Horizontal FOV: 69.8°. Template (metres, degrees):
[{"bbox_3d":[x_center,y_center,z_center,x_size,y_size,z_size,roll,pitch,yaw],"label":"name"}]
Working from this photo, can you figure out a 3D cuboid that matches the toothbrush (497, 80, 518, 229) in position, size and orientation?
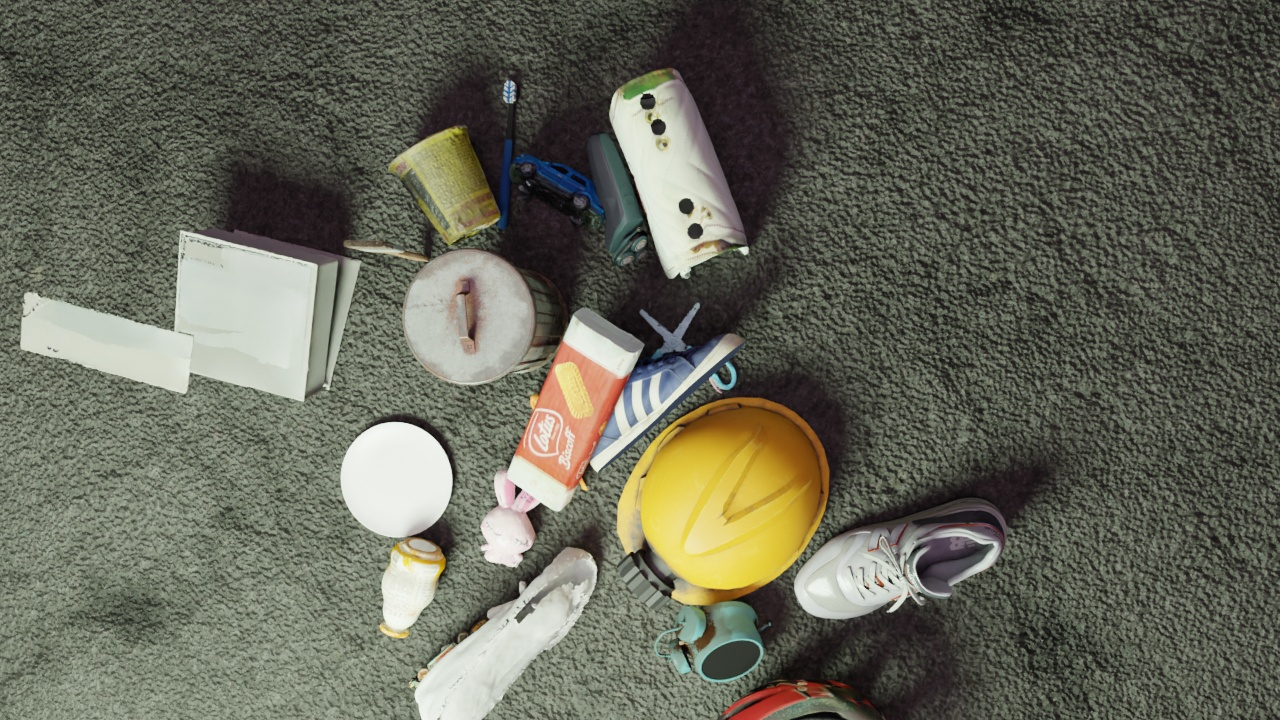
[{"bbox_3d":[-0.153,-0.234,1.049,0.014,0.014,0.167,5,92,18],"label":"toothbrush"}]

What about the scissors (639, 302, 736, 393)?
[{"bbox_3d":[0.039,0.001,1.036,0.135,0.015,0.135,44,96,8],"label":"scissors"}]

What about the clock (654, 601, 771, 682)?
[{"bbox_3d":[0.076,0.306,0.996,0.124,0.053,0.090,-1,125,-17],"label":"clock"}]

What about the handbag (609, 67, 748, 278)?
[{"bbox_3d":[0.039,-0.190,0.966,0.096,0.142,0.198,-20,88,9],"label":"handbag"}]

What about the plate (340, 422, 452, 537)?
[{"bbox_3d":[-0.285,0.139,1.076,0.134,0.011,0.134,0,92,7],"label":"plate"}]

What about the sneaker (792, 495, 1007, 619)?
[{"bbox_3d":[0.274,0.212,0.957,0.240,0.124,0.089,-26,88,6],"label":"sneaker"}]

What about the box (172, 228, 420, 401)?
[{"bbox_3d":[-0.417,-0.059,1.190,0.169,0.403,0.172,14,93,5],"label":"box"}]

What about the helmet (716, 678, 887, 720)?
[{"bbox_3d":[0.154,0.445,0.954,0.217,0.167,0.272,27,100,-9],"label":"helmet"}]

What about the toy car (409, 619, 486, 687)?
[{"bbox_3d":[-0.212,0.348,1.056,0.112,0.047,0.047,-43,85,6],"label":"toy car"}]

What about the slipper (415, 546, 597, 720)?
[{"bbox_3d":[-0.144,0.302,1.010,0.074,0.112,0.246,38,74,29],"label":"slipper"}]

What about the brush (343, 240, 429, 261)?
[{"bbox_3d":[-0.264,-0.118,1.000,0.045,0.143,0.008,3,90,15],"label":"brush"}]

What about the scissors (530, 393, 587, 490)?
[{"bbox_3d":[-0.086,0.094,1.032,0.013,0.070,0.130,-31,97,-22],"label":"scissors"}]

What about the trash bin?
[{"bbox_3d":[-0.154,-0.044,0.955,0.131,0.211,0.131,0,91,6],"label":"trash bin"}]

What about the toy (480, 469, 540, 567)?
[{"bbox_3d":[-0.148,0.181,1.045,0.063,0.047,0.110,13,90,-3],"label":"toy"}]

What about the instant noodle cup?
[{"bbox_3d":[-0.210,-0.192,1.022,0.102,0.102,0.108,-28,97,6],"label":"instant noodle cup"}]

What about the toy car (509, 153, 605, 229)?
[{"bbox_3d":[-0.089,-0.191,1.025,0.120,0.056,0.043,28,72,0],"label":"toy car"}]

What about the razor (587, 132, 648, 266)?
[{"bbox_3d":[-0.027,-0.174,0.987,0.052,0.047,0.143,-9,101,50],"label":"razor"}]

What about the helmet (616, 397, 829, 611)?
[{"bbox_3d":[0.087,0.157,0.975,0.255,0.131,0.205,-44,86,5],"label":"helmet"}]

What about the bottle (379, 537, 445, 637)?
[{"bbox_3d":[-0.266,0.262,1.053,0.063,0.063,0.108,20,95,6],"label":"bottle"}]

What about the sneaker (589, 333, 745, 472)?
[{"bbox_3d":[-0.006,0.007,0.987,0.118,0.091,0.234,50,122,8],"label":"sneaker"}]

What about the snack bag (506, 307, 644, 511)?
[{"bbox_3d":[-0.073,0.056,0.962,0.077,0.041,0.226,32,118,12],"label":"snack bag"}]
